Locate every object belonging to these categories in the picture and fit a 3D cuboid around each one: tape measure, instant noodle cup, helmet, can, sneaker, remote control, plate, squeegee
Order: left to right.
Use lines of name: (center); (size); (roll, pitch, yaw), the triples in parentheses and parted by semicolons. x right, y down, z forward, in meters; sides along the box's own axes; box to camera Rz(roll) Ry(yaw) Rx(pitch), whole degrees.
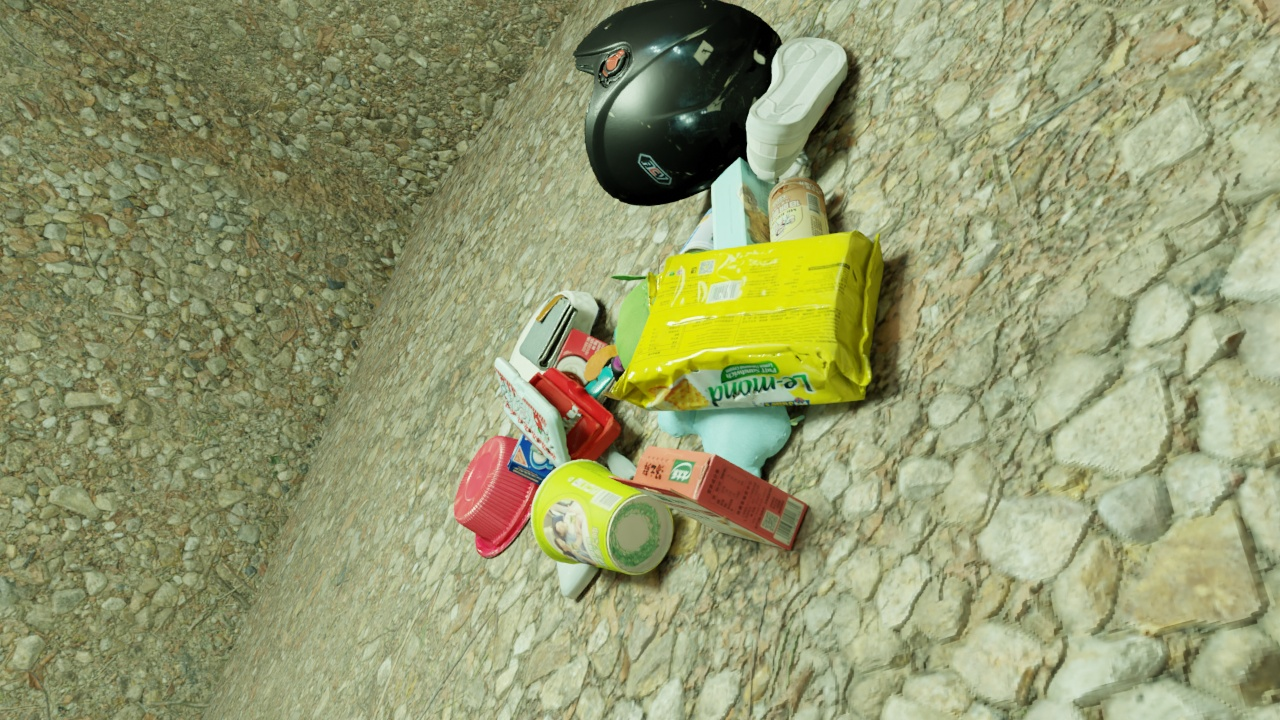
instant noodle cup: (-0.204, 0.177, 1.297); (0.194, 0.066, 0.193); (-46, 26, 30)
plate: (-0.139, -0.020, 1.385); (0.205, 0.045, 0.204); (-45, 28, 32)
remote control: (-0.075, 0.213, 1.047); (0.056, 0.020, 0.136); (-53, 24, 14)
squeegee: (-0.041, 0.102, 1.087); (0.248, 0.040, 0.249); (-58, 24, 3)
instant noodle cup: (-0.032, 0.164, 0.922); (0.124, 0.111, 0.111); (6, 68, 55)
tape measure: (-0.007, 0.006, 1.101); (0.057, 0.039, 0.057); (-7, 39, 23)
helmet: (0.052, -0.325, 1.153); (0.231, 0.233, 0.274); (6, 64, 45)
can: (0.082, -0.130, 1.035); (0.053, 0.053, 0.134); (-44, 8, 33)
sneaker: (0.179, -0.288, 1.054); (0.091, 0.089, 0.241); (88, -157, -44)
can: (0.160, -0.130, 0.921); (0.059, 0.058, 0.116); (-42, 29, 36)

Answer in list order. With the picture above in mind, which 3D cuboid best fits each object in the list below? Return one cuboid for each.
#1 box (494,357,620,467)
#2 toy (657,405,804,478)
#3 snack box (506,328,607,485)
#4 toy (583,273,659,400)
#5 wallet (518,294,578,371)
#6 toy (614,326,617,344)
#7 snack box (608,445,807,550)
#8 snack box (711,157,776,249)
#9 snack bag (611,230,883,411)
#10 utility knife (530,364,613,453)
box: (-0.116, 0.052, 1.095); (0.095, 0.098, 0.201); (-47, 33, -6)
toy: (0.079, 0.044, 0.858); (0.157, 0.049, 0.161); (-14, 66, 37)
snack box: (-0.111, 0.062, 1.233); (0.207, 0.058, 0.057); (-67, 8, -19)
toy: (0.030, -0.032, 1.027); (0.227, 0.090, 0.246); (-25, 29, 11)
wallet: (-0.132, -0.045, 1.291); (0.106, 0.037, 0.130); (-63, 20, 0)
toy: (-0.006, -0.050, 1.198); (0.092, 0.030, 0.096); (-52, 14, 22)
snack box: (0.055, 0.109, 0.770); (0.113, 0.127, 0.044); (-2, 61, 63)
snack box: (0.121, -0.141, 0.991); (0.052, 0.074, 0.174); (-43, 29, 35)
snack bag: (0.097, -0.038, 0.824); (0.247, 0.068, 0.157); (-5, 53, 32)
utility knife: (-0.075, 0.052, 1.156); (0.187, 0.013, 0.029); (-47, 48, 9)
